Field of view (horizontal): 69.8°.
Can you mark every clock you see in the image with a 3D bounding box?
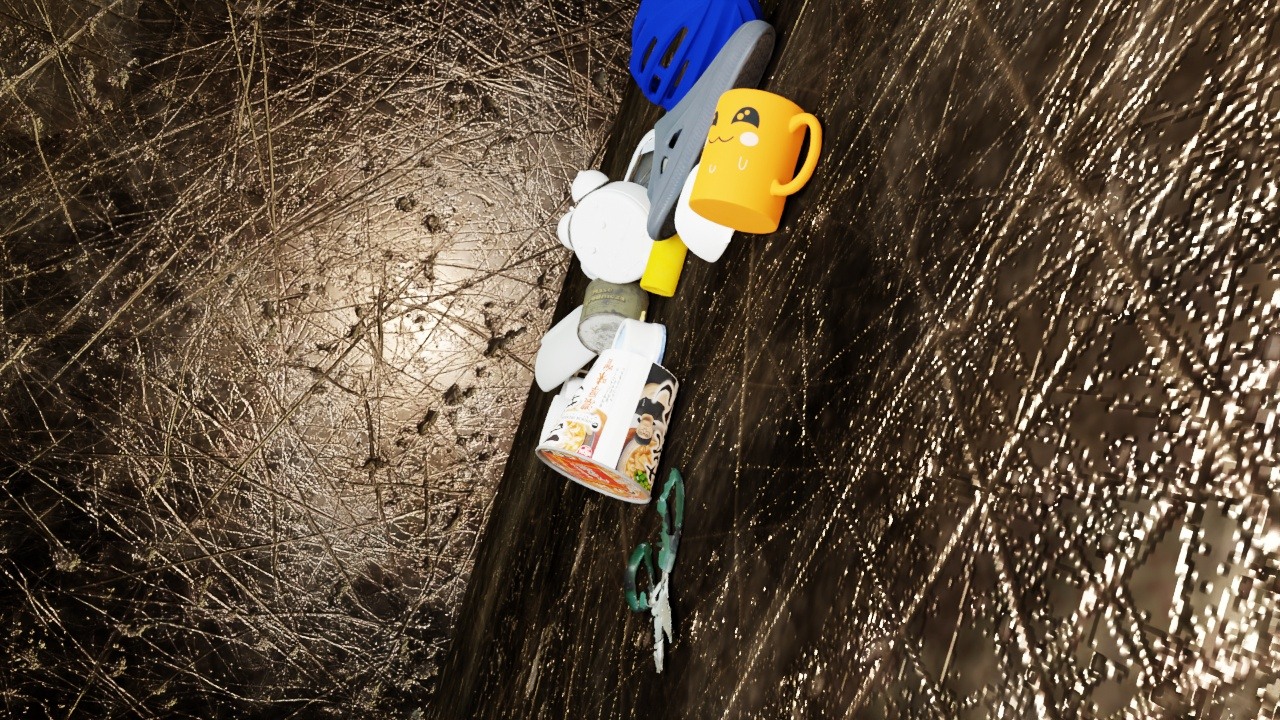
[{"bbox_3d":[-0.032,-0.164,1.188,0.072,0.161,0.126,-43,-18,-52],"label":"clock"},{"bbox_3d":[-0.006,0.006,1.089,0.089,0.052,0.125,123,159,-53],"label":"clock"}]

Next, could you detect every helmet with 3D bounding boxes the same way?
[{"bbox_3d":[0.070,-0.411,1.095,0.242,0.147,0.227,124,156,-60],"label":"helmet"}]

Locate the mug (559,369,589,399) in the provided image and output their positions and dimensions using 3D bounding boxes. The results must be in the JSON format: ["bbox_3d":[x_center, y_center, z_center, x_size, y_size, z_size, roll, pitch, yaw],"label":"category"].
[{"bbox_3d":[-0.085,0.066,1.359,0.094,0.068,0.115,123,162,-57],"label":"mug"}]

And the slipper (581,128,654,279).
[{"bbox_3d":[0.002,-0.212,1.255,0.063,0.111,0.265,-95,25,-44],"label":"slipper"}]

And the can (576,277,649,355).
[{"bbox_3d":[-0.037,-0.060,1.249,0.090,0.090,0.074,119,165,-49],"label":"can"}]

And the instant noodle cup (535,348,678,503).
[{"bbox_3d":[-0.024,0.062,0.922,0.121,0.123,0.124,-66,7,-19],"label":"instant noodle cup"}]

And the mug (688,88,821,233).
[{"bbox_3d":[0.101,-0.163,0.755,0.113,0.077,0.096,11,82,49],"label":"mug"}]

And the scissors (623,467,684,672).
[{"bbox_3d":[0.007,0.197,0.772,0.209,0.015,0.138,-84,19,-56],"label":"scissors"}]

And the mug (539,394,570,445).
[{"bbox_3d":[-0.088,0.104,1.247,0.114,0.087,0.080,126,159,-61],"label":"mug"}]

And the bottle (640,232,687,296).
[{"bbox_3d":[0.040,-0.153,1.125,0.043,0.043,0.143,171,116,-79],"label":"bottle"}]

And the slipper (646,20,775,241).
[{"bbox_3d":[0.055,-0.257,1.017,0.110,0.083,0.269,-31,-28,-60],"label":"slipper"}]

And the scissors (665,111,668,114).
[{"bbox_3d":[0.023,-0.315,1.334,0.155,0.019,0.126,-60,5,24],"label":"scissors"}]

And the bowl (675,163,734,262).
[{"bbox_3d":[0.070,-0.164,0.958,0.115,0.050,0.114,-164,91,-80],"label":"bowl"}]

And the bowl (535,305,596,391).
[{"bbox_3d":[-0.096,-0.033,1.369,0.177,0.066,0.176,-40,6,5],"label":"bowl"}]
